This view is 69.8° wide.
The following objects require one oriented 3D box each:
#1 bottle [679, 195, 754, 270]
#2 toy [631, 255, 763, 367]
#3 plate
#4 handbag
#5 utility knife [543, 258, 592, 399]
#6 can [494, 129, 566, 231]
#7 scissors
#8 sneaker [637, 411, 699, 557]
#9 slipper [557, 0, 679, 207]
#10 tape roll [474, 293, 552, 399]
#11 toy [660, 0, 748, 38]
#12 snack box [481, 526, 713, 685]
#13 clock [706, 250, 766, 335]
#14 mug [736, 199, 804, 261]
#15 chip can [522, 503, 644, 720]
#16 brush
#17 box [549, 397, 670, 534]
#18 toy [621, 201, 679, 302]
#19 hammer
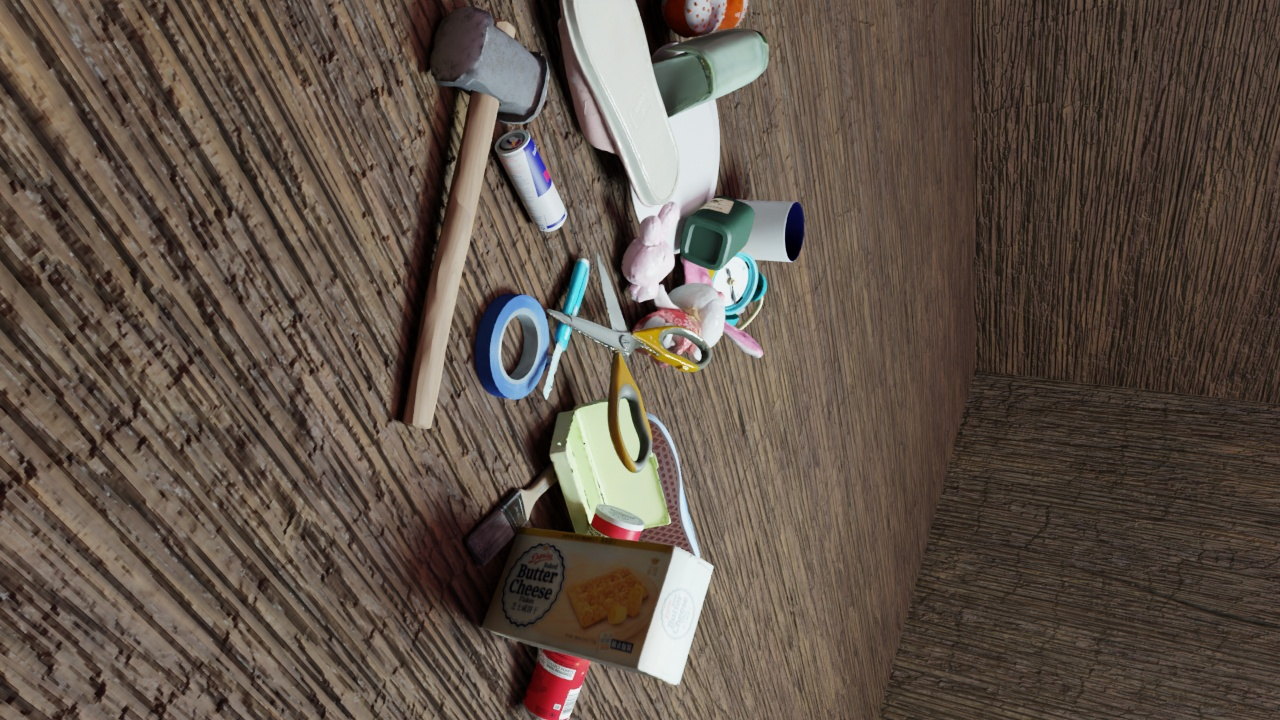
[{"bbox_3d":[0.102,-0.164,1.130,0.131,0.061,0.061,-45,154,-53],"label":"bottle"},{"bbox_3d":[0.057,-0.048,1.073,0.193,0.084,0.159,-23,79,-54],"label":"toy"},{"bbox_3d":[0.050,-0.248,1.083,0.241,0.016,0.243,-24,117,-59],"label":"plate"},{"bbox_3d":[0.065,-0.309,0.980,0.121,0.106,0.067,-37,110,-44],"label":"handbag"},{"bbox_3d":[-0.072,-0.032,0.883,0.022,0.015,0.161,53,42,-50],"label":"utility knife"},{"bbox_3d":[-0.095,-0.157,0.813,0.032,0.032,0.095,-64,147,-31],"label":"can"},{"bbox_3d":[-0.005,0.004,0.915,0.225,0.016,0.229,17,63,-40],"label":"scissors"},{"bbox_3d":[0.011,0.154,1.077,0.098,0.083,0.241,-107,180,-64],"label":"sneaker"},{"bbox_3d":[-0.026,-0.266,0.894,0.113,0.054,0.274,-61,143,-35],"label":"slipper"},{"bbox_3d":[-0.115,-0.013,0.829,0.091,0.016,0.093,-54,141,-42],"label":"tape roll"},{"bbox_3d":[0.068,-0.442,0.989,0.163,0.093,0.173,-39,128,-51],"label":"toy"},{"bbox_3d":[-0.043,0.211,0.815,0.057,0.208,0.104,37,62,-38],"label":"snack box"},{"bbox_3d":[0.120,-0.094,1.206,0.099,0.044,0.130,-45,131,-16],"label":"clock"},{"bbox_3d":[0.167,-0.182,1.234,0.111,0.097,0.079,-47,136,-48],"label":"mug"},{"bbox_3d":[-0.058,0.252,0.915,0.051,0.052,0.215,13,99,-62],"label":"chip can"},{"bbox_3d":[-0.116,0.140,0.871,0.150,0.012,0.039,-46,135,-50],"label":"brush"},{"bbox_3d":[-0.040,0.129,0.960,0.127,0.066,0.188,-36,130,-26],"label":"box"},{"bbox_3d":[0.010,-0.118,0.992,0.063,0.047,0.110,-29,146,-46],"label":"toy"},{"bbox_3d":[-0.145,-0.108,0.725,0.098,0.052,0.328,16,85,-62],"label":"hammer"}]
